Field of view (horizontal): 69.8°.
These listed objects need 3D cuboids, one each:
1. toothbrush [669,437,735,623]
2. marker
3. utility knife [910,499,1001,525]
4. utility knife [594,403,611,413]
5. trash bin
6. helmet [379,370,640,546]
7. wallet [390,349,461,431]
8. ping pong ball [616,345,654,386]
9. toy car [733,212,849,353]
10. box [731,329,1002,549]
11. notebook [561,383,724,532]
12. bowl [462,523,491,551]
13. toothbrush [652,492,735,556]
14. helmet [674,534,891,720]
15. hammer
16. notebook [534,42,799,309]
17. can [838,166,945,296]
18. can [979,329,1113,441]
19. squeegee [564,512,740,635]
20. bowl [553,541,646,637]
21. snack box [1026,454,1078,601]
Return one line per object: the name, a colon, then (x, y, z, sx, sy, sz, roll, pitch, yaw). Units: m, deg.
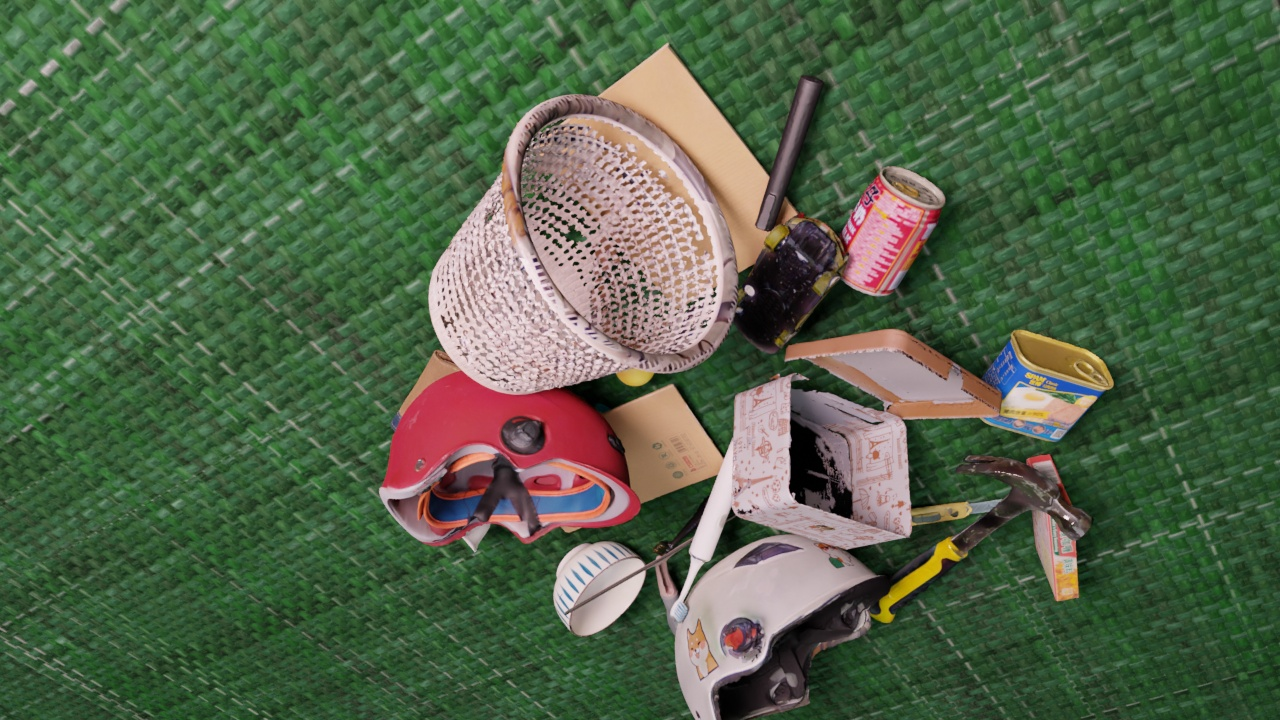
toothbrush: (0.074, 0.187, 1.000, 0.026, 0.026, 0.221, 9, 106, -40)
marker: (0.121, -0.170, 0.762, 0.020, 0.022, 0.132, 28, 122, 21)
utility knife: (0.327, 0.173, 1.044, 0.207, 0.021, 0.031, -13, 133, 7)
utility knife: (-0.075, 0.124, 1.018, 0.034, 0.018, 0.205, 17, 127, -20)
trash bin: (-0.064, -0.069, 0.752, 0.227, 0.226, 0.193, 37, 139, -24)
helmet: (-0.123, 0.083, 0.876, 0.240, 0.143, 0.207, -2, 152, -3)
wallet: (-0.197, 0.046, 0.956, 0.090, 0.033, 0.116, 24, 125, -19)
ping pong ball: (-0.005, 0.005, 0.907, 0.040, 0.040, 0.040, 1, 128, 2)
toy car: (0.129, -0.066, 0.821, 0.070, 0.042, 0.159, 46, 145, 11)
box: (0.216, 0.074, 0.851, 0.183, 0.156, 0.194, 21, 152, -33)
notebook: (-0.026, 0.111, 0.993, 0.208, 0.008, 0.148, -23, 129, 15)
bowl: (-0.195, 0.143, 1.003, 0.064, 0.118, 0.118, -41, 125, -15)
toothbrush: (0.080, 0.164, 1.039, 0.027, 0.026, 0.213, 23, 127, -28)
helmet: (0.140, 0.292, 1.046, 0.229, 0.157, 0.275, 1, 127, -46)
hammer: (0.340, 0.211, 1.019, 0.126, 0.031, 0.324, 42, 139, 11)
notebook: (0.029, -0.149, 0.803, 0.150, 0.012, 0.211, -30, 121, 26)
can: (0.211, -0.111, 0.787, 0.066, 0.066, 0.094, 16, 128, -10)
can: (0.388, 0.027, 0.895, 0.102, 0.057, 0.083, 16, 130, -9)
squeegee: (0.036, 0.282, 1.114, 0.247, 0.040, 0.250, -28, 141, -12)
bowl: (-0.057, 0.259, 1.082, 0.116, 0.066, 0.117, -30, 139, -29)
snack box: (0.450, 0.184, 1.002, 0.027, 0.076, 0.156, -14, 127, 13)
